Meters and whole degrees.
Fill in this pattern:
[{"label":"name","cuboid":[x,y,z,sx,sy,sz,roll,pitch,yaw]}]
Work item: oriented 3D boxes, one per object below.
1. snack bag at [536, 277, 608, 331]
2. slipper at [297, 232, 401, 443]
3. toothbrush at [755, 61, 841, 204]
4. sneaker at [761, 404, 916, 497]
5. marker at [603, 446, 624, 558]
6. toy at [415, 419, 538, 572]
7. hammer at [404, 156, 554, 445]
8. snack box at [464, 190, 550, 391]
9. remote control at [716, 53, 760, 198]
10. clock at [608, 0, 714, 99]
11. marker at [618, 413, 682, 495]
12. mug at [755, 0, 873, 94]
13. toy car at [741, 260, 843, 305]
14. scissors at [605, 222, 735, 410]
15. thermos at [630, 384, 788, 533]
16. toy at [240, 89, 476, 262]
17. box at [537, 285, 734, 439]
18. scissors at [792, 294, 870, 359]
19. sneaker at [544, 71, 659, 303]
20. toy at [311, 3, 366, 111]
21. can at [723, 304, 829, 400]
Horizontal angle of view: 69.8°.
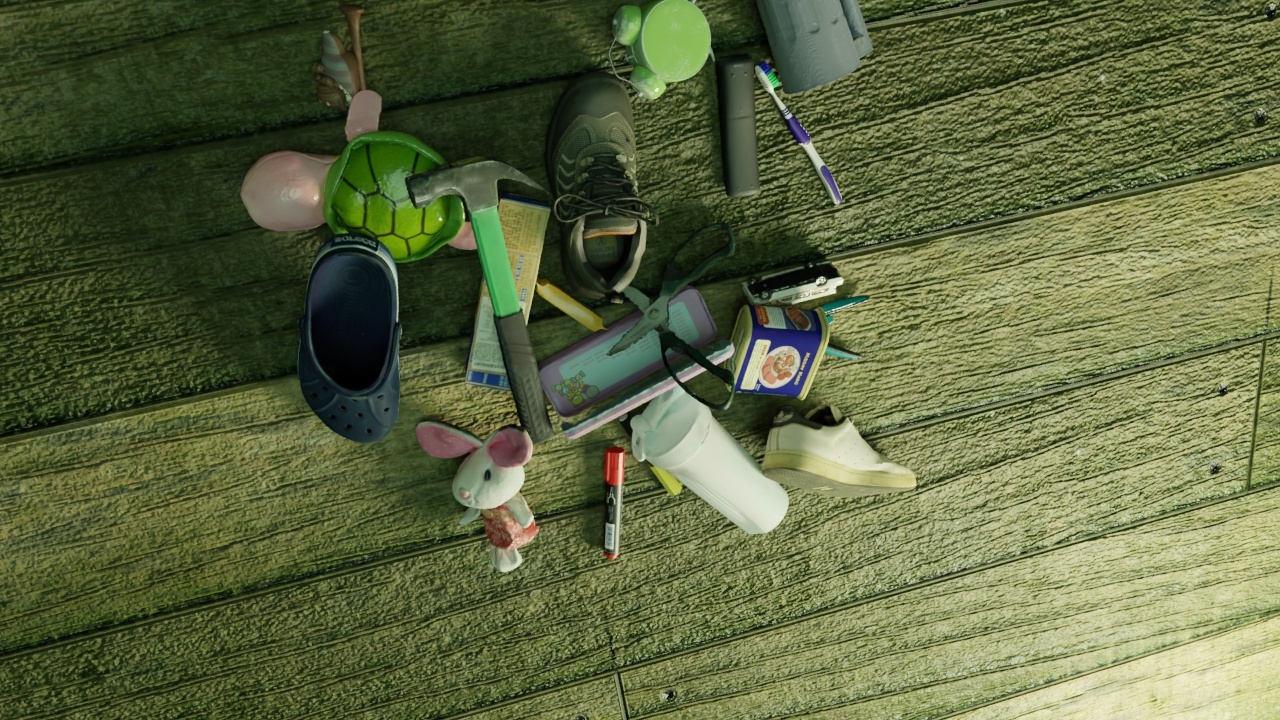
[{"label":"snack bag","cuboid":[-0.078,-0.061,1.020,0.099,0.026,0.020,34,98,-23]},{"label":"slipper","cuboid":[-0.295,-0.007,0.923,0.105,0.095,0.253,2,129,-14]},{"label":"toothbrush","cuboid":[0.179,-0.250,1.020,0.016,0.015,0.187,-40,114,-3]},{"label":"sneaker","cuboid":[0.245,0.110,1.139,0.241,0.089,0.102,15,68,-35]},{"label":"marker","cuboid":[-0.034,0.175,1.120,0.023,0.021,0.145,-4,111,-20]},{"label":"toy","cuboid":[-0.170,0.149,1.042,0.159,0.084,0.194,6,121,27]},{"label":"hammer","cuboid":[-0.135,-0.051,0.937,0.130,0.032,0.319,-22,121,-21]},{"label":"snack box","cuboid":[-0.144,-0.073,0.984,0.056,0.057,0.207,10,107,-13]},{"label":"remote control","cuboid":[0.108,-0.253,0.999,0.041,0.020,0.152,-10,113,-9]},{"label":"clock","cuboid":[0.021,-0.322,0.930,0.119,0.042,0.094,-29,114,-14]},{"label":"marker","cuboid":[0.013,0.113,1.111,0.021,0.017,0.124,-35,113,0]},{"label":"mug","cuboid":[0.187,-0.351,0.957,0.123,0.084,0.104,-36,114,-26]},{"label":"toy car","cuboid":[0.177,-0.085,1.070,0.113,0.039,0.039,-16,134,-7]},{"label":"scissors","cuboid":[0.060,-0.048,1.003,0.201,0.015,0.201,-42,71,-5]},{"label":"thermos","cuboid":[0.083,0.124,1.093,0.099,0.099,0.220,-45,117,5]},{"label":"toy","cuboid":[-0.262,-0.162,0.902,0.238,0.087,0.191,8,125,-13]},{"label":"box","cuboid":[-0.005,0.008,1.027,0.214,0.092,0.089,-28,114,-3]},{"label":"scissors","cuboid":[0.215,-0.035,1.106,0.156,0.019,0.124,-33,112,2]},{"label":"sneaker","cuboid":[-0.042,-0.166,0.926,0.101,0.143,0.238,-6,109,-12]},{"label":"toy","cuboid":[-0.287,-0.285,0.879,0.054,0.041,0.102,-19,124,-31]},{"label":"can","cuboid":[0.154,-0.010,1.061,0.092,0.056,0.116,4,132,-10]}]
